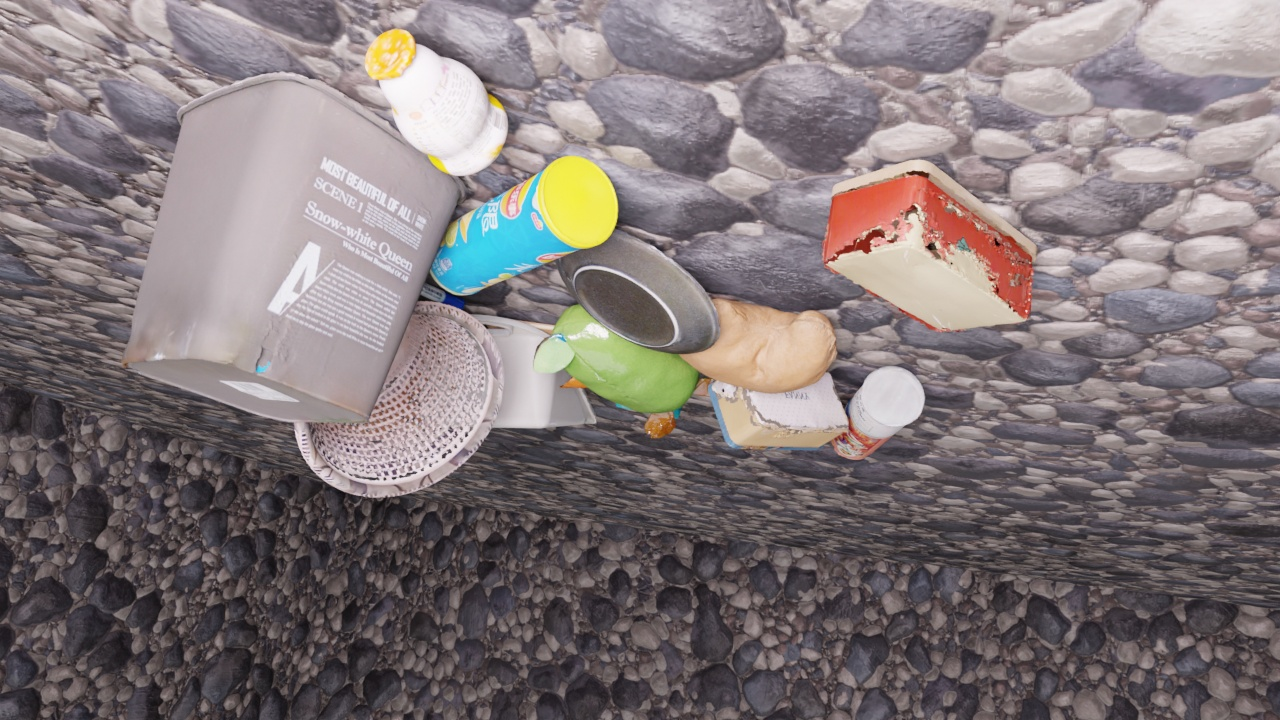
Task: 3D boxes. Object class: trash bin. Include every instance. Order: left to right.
[{"bbox_3d":[-0.281,-0.076,0.737,0.199,0.219,0.199,-3,157,37],"label":"trash bin"},{"bbox_3d":[-0.294,0.008,1.018,0.227,0.227,0.192,27,-173,-44],"label":"trash bin"}]

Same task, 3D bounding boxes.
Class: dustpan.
[{"bbox_3d":[-0.185,0.018,1.208,0.223,0.142,0.257,1,179,8],"label":"dustpan"}]

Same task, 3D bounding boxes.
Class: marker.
[{"bbox_3d":[-0.261,-0.088,1.033,0.017,0.016,0.145,-6,157,44],"label":"marker"}]

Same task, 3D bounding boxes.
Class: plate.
[{"bbox_3d":[-0.010,-0.056,0.864,0.179,0.024,0.180,27,156,13],"label":"plate"}]

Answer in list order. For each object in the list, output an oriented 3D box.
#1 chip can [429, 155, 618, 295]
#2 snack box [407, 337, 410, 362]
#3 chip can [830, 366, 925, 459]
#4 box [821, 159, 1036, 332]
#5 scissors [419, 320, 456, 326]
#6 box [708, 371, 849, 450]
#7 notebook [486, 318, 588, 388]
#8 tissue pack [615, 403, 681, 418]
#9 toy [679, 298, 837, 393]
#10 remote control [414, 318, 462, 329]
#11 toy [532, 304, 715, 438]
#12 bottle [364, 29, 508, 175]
[{"bbox_3d":[-0.108,-0.108,0.779,0.071,0.071,0.211,21,160,-33],"label":"chip can"},{"bbox_3d":[-0.289,-0.003,1.269,0.156,0.026,0.086,20,170,-11],"label":"snack box"},{"bbox_3d":[0.286,0.070,1.135,0.071,0.071,0.215,9,164,4],"label":"chip can"},{"bbox_3d":[0.219,-0.072,0.687,0.168,0.080,0.091,22,161,-36],"label":"box"},{"bbox_3d":[-0.221,-0.011,1.194,0.146,0.014,0.172,0,147,-5],"label":"scissors"},{"bbox_3d":[0.167,0.054,1.062,0.184,0.089,0.061,9,146,-41],"label":"box"},{"bbox_3d":[-0.110,-0.004,1.210,0.149,0.012,0.212,7,160,6],"label":"notebook"},{"bbox_3d":[0.010,0.033,1.213,0.093,0.050,0.133,11,163,6],"label":"tissue pack"},{"bbox_3d":[0.086,-0.026,0.937,0.226,0.082,0.144,13,148,1],"label":"toy"},{"bbox_3d":[-0.240,-0.024,1.228,0.056,0.019,0.135,-2,160,35],"label":"remote control"},{"bbox_3d":[-0.006,0.006,1.065,0.228,0.089,0.246,-26,137,34],"label":"toy"},{"bbox_3d":[-0.134,-0.170,0.603,0.063,0.063,0.108,3,162,23],"label":"bottle"}]
